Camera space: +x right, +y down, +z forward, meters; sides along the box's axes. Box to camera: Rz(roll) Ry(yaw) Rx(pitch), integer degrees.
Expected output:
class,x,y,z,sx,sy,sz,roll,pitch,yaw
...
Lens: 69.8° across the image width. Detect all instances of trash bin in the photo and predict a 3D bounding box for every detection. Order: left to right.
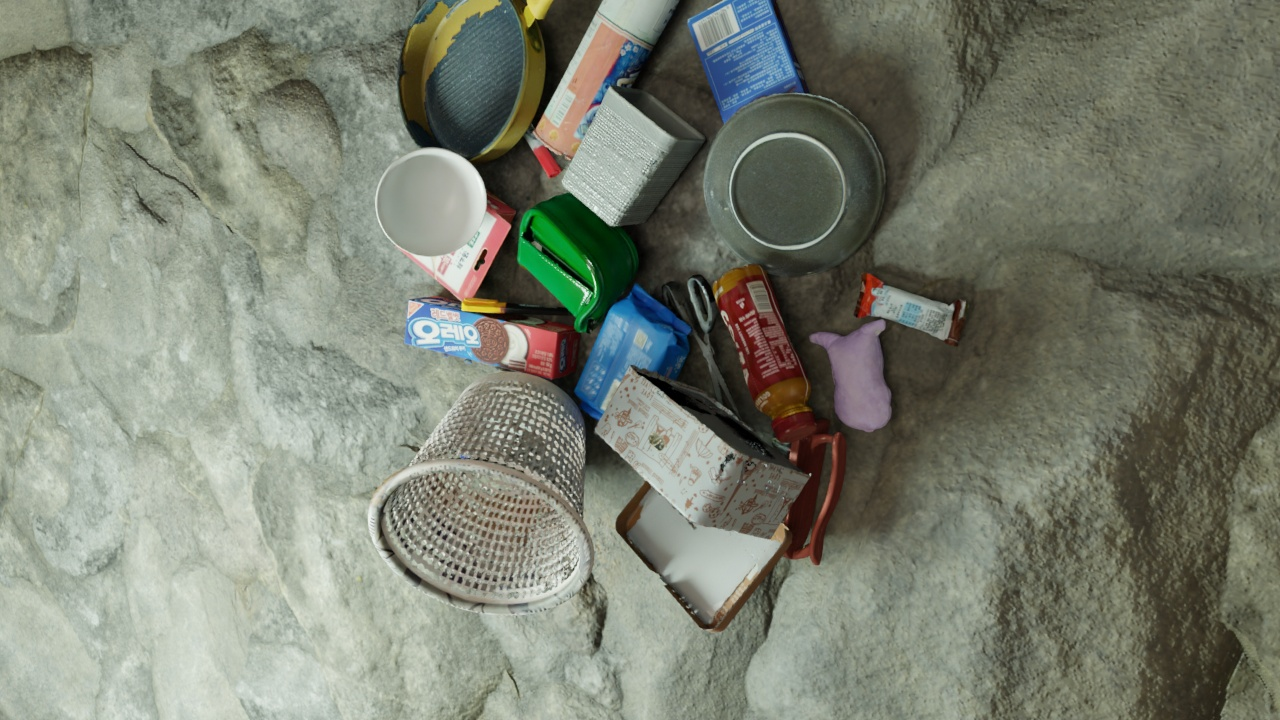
class,x,y,z,sx,sy,sz,roll,pitch,yaw
trash bin,-0.147,0.125,0.973,0.227,0.191,0.228,5,128,6

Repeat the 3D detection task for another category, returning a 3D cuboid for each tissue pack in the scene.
class,x,y,z,sx,sy,sz,roll,pitch,yaw
tissue pack,-0.006,0.006,0.979,0.095,0.052,0.157,37,113,31

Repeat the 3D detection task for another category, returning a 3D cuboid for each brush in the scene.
class,x,y,z,sx,sy,sz,roll,pitch,yaw
brush,0.164,0.133,0.921,0.069,0.063,0.146,17,107,36

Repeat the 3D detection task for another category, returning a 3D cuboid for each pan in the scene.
class,x,y,z,sx,sy,sz,roll,pitch,yaw
pan,-0.137,-0.341,0.948,0.358,0.078,0.197,-25,79,33

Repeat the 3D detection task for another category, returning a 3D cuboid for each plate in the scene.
class,x,y,z,sx,sy,sz,roll,pitch,yaw
plate,0.143,-0.164,0.882,0.180,0.024,0.180,9,115,20

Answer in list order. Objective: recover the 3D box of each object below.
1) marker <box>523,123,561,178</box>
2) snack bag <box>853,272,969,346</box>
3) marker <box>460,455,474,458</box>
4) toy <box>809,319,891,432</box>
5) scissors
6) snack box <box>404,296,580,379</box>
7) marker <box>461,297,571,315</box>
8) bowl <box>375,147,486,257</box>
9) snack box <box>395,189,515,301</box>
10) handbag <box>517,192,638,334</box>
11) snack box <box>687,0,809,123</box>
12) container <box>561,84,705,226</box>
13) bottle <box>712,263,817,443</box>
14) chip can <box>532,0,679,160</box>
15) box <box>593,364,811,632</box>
class,x,y,z,sx,sy,sz,roll,pitch,yaw
marker,-0.132,-0.267,1.021,0.017,0.017,0.145,-35,83,26
snack bag,0.254,-0.049,0.868,0.104,0.026,0.048,17,112,22
marker,-0.163,0.079,1.094,0.146,0.016,0.017,-37,82,26
toy,0.209,0.018,0.894,0.084,0.038,0.108,-8,99,44
scissors,0.067,-0.014,0.947,0.159,0.014,0.171,50,151,34
snack box,-0.174,-0.028,1.058,0.208,0.057,0.058,13,104,23
marker,-0.139,-0.059,1.034,0.124,0.018,0.015,4,111,-1
bowl,-0.234,-0.178,1.000,0.065,0.118,0.118,43,120,56
snack box,-0.207,-0.145,1.061,0.127,0.044,0.113,39,112,16
handbag,-0.072,-0.106,0.981,0.131,0.067,0.120,47,141,14
snack box,0.112,-0.277,0.897,0.085,0.026,0.157,-20,90,27
container,-0.011,-0.204,0.935,0.090,0.090,0.114,42,116,14
bottle,0.123,-0.007,0.890,0.058,0.057,0.174,-29,65,26
chip can,-0.031,-0.309,0.935,0.071,0.071,0.215,39,113,15
box,0.035,0.138,0.901,0.183,0.156,0.193,39,101,44
